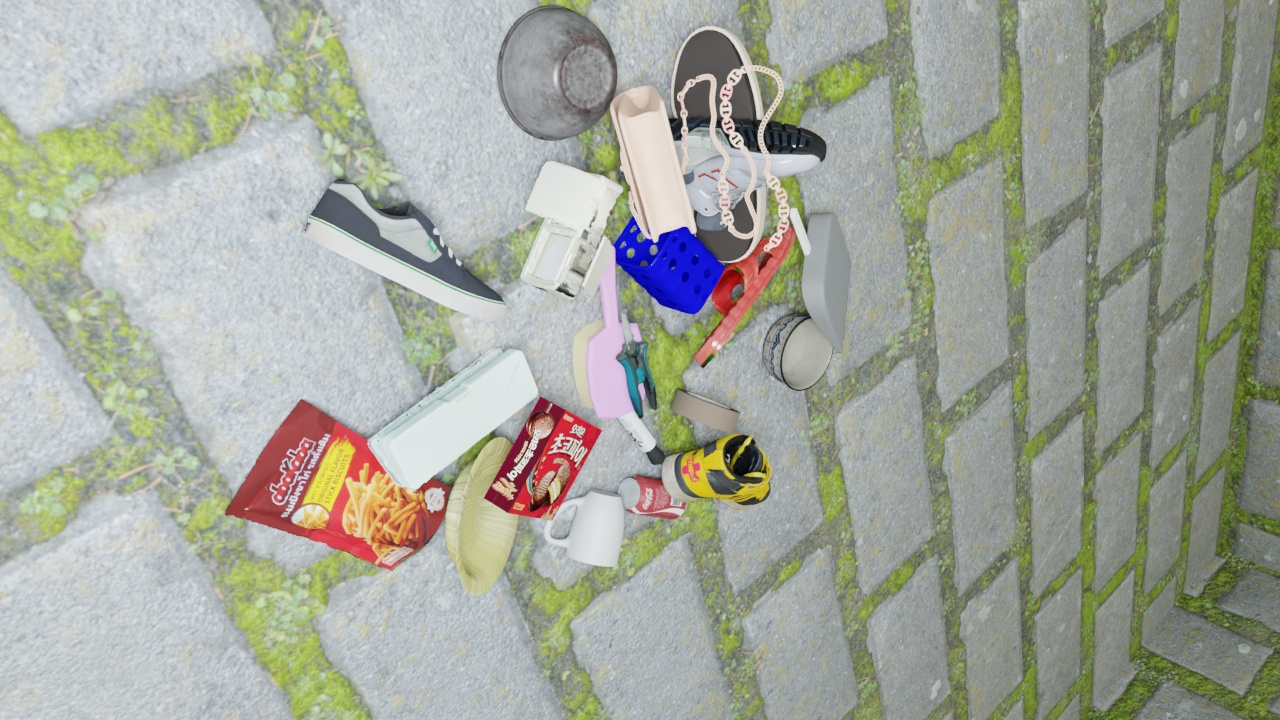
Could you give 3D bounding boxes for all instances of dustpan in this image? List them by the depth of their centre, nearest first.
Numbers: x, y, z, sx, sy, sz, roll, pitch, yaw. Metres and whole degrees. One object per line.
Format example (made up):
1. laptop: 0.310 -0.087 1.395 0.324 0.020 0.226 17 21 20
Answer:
1. dustpan: 0.258 -0.140 1.313 0.257 0.033 0.163 51 45 -56

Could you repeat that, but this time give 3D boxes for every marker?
1. marker: 0.000 0.102 1.256 0.025 0.025 0.126 -47 130 -16

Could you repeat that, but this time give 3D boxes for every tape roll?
1. tape roll: 0.089 0.069 1.272 0.093 0.094 0.030 18 94 -42

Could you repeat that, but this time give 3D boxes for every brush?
1. brush: -0.043 -0.037 1.156 0.089 0.043 0.229 -22 119 -32

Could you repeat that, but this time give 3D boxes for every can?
1. can: 0.017 0.192 1.286 0.096 0.054 0.054 16 95 -42

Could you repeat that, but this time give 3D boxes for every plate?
1. plate: -0.192 0.180 1.081 0.184 0.036 0.184 7 89 -76

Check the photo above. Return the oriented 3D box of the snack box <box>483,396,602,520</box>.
1. snack box: -0.114 0.123 1.115 0.132 0.036 0.152 -61 162 -5

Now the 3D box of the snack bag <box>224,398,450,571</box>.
1. snack bag: -0.322 0.145 1.000 0.208 0.067 0.139 36 87 -32

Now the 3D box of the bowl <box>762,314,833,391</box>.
1. bowl: 0.230 -0.018 1.380 0.115 0.059 0.116 -15 115 -35

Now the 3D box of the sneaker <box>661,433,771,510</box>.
1. sneaker: 0.148 0.160 1.315 0.238 0.122 0.086 12 63 -48

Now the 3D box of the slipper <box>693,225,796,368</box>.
1. slipper: 0.130 -0.097 1.245 0.059 0.104 0.248 36 65 0

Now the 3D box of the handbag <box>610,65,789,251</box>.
1. handbag: 0.072 -0.223 1.024 0.187 0.116 0.199 -13 116 6

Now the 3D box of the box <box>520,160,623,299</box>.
1. box: -0.072 -0.143 1.004 0.081 0.182 0.143 24 87 -36

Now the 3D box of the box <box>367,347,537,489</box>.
1. box: -0.201 0.062 1.023 0.086 0.073 0.198 50 55 -1

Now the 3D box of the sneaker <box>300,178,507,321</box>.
1. sneaker: -0.225 -0.111 0.953 0.235 0.084 0.079 28 87 -39

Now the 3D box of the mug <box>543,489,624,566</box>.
1. mug: -0.073 0.217 1.220 0.107 0.071 0.089 13 89 -14

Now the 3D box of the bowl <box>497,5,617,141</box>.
1. bowl: -0.078 -0.313 1.007 0.144 0.067 0.145 -15 115 -35

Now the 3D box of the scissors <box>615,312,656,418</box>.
1. scissors: -0.010 0.012 1.159 0.130 0.019 0.135 24 88 -42

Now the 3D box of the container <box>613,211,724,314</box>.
1. container: 0.036 -0.125 1.163 0.113 0.084 0.085 40 78 -42

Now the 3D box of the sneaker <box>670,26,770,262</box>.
1. sneaker: 0.122 -0.282 1.179 0.116 0.112 0.294 -46 131 -52

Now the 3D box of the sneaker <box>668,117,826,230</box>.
1. sneaker: 0.104 -0.218 1.102 0.088 0.240 0.124 -50 144 -44
